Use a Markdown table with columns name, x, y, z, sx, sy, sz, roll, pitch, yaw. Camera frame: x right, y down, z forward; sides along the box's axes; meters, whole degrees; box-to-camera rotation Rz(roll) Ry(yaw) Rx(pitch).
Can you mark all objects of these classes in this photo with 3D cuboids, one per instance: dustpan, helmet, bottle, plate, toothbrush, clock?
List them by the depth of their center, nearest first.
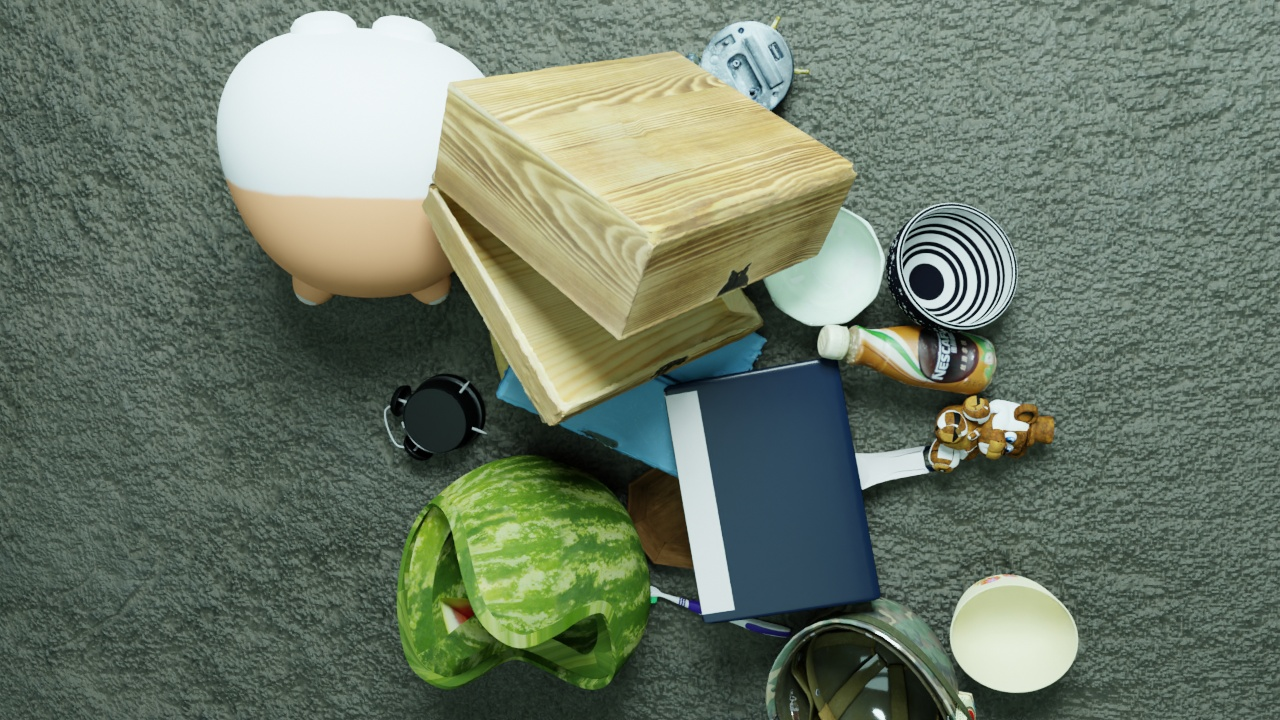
| name | x | y | z | sx | sy | sz | roll | pitch | yaw |
| --- | --- | --- | --- | --- | --- | --- | --- | --- | --- |
| bottle | 0.254 | -0.007 | 0.882 | 0.167 | 0.059 | 0.059 | 9 | 106 | -9 |
| clock | 0.092 | -0.270 | 0.885 | 0.130 | 0.052 | 0.090 | -28 | 96 | 18 |
| helmet | 0.226 | 0.356 | 0.908 | 0.193 | 0.235 | 0.224 | -12 | 90 | 31 |
| dustpan | 0.179 | 0.119 | 0.921 | 0.273 | 0.080 | 0.236 | -10 | 86 | 5 |
| helmet | -0.110 | 0.219 | 0.960 | 0.214 | 0.246 | 0.242 | -42 | 48 | 41 |
| plate | 0.048 | 0.168 | 1.018 | 0.131 | 0.025 | 0.131 | 3 | 104 | 13 |
| toothbrush | 0.080 | 0.286 | 1.046 | 0.187 | 0.015 | 0.016 | 15 | 111 | 9 |
| clock | -0.238 | 0.067 | 1.054 | 0.121 | 0.042 | 0.091 | -13 | 100 | 16 |

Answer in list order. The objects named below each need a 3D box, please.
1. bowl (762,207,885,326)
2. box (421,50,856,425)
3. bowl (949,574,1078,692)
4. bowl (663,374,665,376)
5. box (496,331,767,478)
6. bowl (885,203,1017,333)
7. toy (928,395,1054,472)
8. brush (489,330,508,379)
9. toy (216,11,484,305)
| name | x | y | z | sx | sy | sz | roll | pitch | yaw |
| --- | --- | --- | --- | --- | --- | --- | --- | --- | --- |
| bowl | 0.182 | -0.095 | 0.898 | 0.117 | 0.061 | 0.117 | 5 | 103 | 20 |
| box | -0.019 | -0.122 | 0.810 | 0.258 | 0.278 | 0.221 | 42 | 134 | 23 |
| bowl | 0.375 | 0.266 | 0.937 | 0.118 | 0.074 | 0.118 | 3 | 104 | 13 |
| bowl | -0.034 | 0.034 | 1.000 | 0.122 | 0.035 | 0.122 | 3 | 104 | 13 |
| box | -0.005 | 0.005 | 0.918 | 0.231 | 0.033 | 0.174 | 25 | 96 | -15 |
| bowl | 0.285 | -0.082 | 0.871 | 0.120 | 0.066 | 0.120 | 2 | 80 | -11 |
| toy | 0.344 | 0.070 | 0.900 | 0.113 | 0.067 | 0.087 | 4 | 138 | 11 |
| brush | -0.139 | -0.053 | 0.992 | 0.043 | 0.059 | 0.195 | -4 | 105 | 7 |
| toy | -0.263 | -0.187 | 0.890 | 0.262 | 0.265 | 0.281 | -1 | 114 | -14 |
